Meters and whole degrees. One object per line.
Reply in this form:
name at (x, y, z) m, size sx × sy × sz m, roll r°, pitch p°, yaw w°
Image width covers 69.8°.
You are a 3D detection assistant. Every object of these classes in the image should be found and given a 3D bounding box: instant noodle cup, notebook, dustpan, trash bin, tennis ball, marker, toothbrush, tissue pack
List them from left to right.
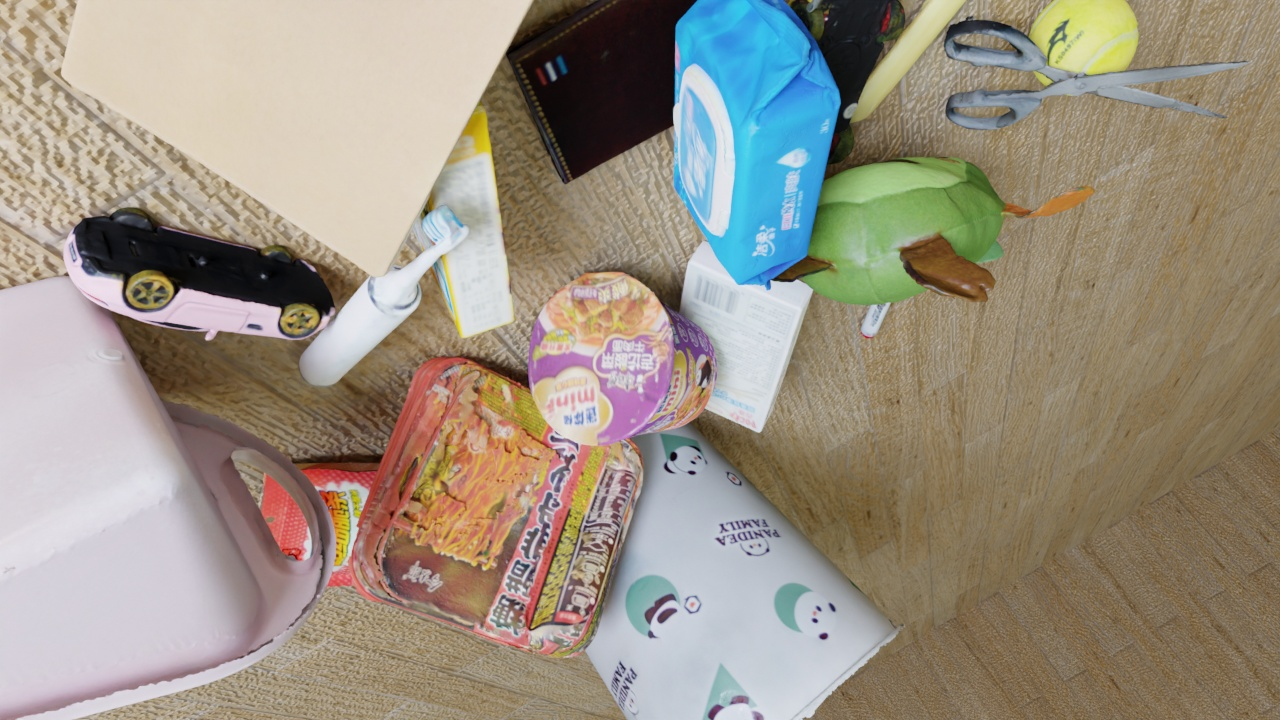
dustpan at (-0.279, 0.079, 0.389) m, size 0.272 × 0.222 × 0.139 m, roll -23°, pitch 137°, yaw -26°
notebook at (-0.113, -0.142, 0.317) m, size 0.148 × 0.008 × 0.208 m, roll 33°, pitch 122°, yaw -9°
toothbrush at (-0.131, -0.025, 0.454) m, size 0.222 × 0.026 × 0.026 m, roll -26°, pitch -159°, yaw 54°
instant noodle cup at (-0.101, 0.102, 0.629) m, size 0.188 × 0.164 × 0.079 m, roll 30°, pitch 158°, yaw -29°
instant noodle cup at (-0.004, 0.004, 0.624) m, size 0.112 × 0.111 × 0.099 m, roll -42°, pitch 155°, yaw 20°
trash bin at (0.046, 0.195, 0.761) m, size 0.229 × 0.252 × 0.230 m, roll -34°, pitch 158°, yaw -16°
tissue pack at (0.052, -0.115, 0.467) m, size 0.052 × 0.095 × 0.157 m, roll -18°, pitch 146°, yaw -13°
marker at (0.214, -0.068, 0.781) m, size 0.017 × 0.017 × 0.145 m, roll -18°, pitch 147°, yaw -19°
tennis ball at (0.285, -0.206, 0.593) m, size 0.065 × 0.065 × 0.066 m, roll -21°, pitch 148°, yaw -14°

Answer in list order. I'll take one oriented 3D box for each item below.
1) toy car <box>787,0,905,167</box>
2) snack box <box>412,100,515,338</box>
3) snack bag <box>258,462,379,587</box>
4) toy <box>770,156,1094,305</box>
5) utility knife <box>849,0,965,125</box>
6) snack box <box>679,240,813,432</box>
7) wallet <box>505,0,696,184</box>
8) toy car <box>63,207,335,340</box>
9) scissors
toy car at (0.100, -0.162, 0.525) m, size 0.071 × 0.041 × 0.156 m, roll -14°, pitch 147°, yaw -24°
snack box at (-0.093, -0.086, 0.430) m, size 0.033 × 0.087 × 0.141 m, roll -21°, pitch 148°, yaw -14°
snack bag at (-0.175, 0.123, 0.681) m, size 0.207 × 0.073 × 0.129 m, roll 5°, pitch 126°, yaw -28°
toy at (0.165, -0.086, 0.591) m, size 0.227 × 0.090 × 0.246 m, roll 1°, pitch -163°, yaw 30°
utility knife at (0.170, -0.198, 0.555) m, size 0.030 × 0.018 × 0.165 m, roll 5°, pitch 133°, yaw -38°
snack box at (0.068, -0.013, 0.678) m, size 0.026 × 0.085 × 0.157 m, roll -57°, pitch 165°, yaw -33°
wallet at (-0.002, -0.153, 0.477) m, size 0.122 × 0.020 × 0.096 m, roll -30°, pitch 149°, yaw -4°
toy car at (-0.207, -0.036, 0.439) m, size 0.122 × 0.056 × 0.037 m, roll 12°, pitch 126°, yaw -48°
scissors at (0.269, -0.175, 0.576) m, size 0.159 × 0.014 × 0.175 m, roll 26°, pitch 159°, yaw -21°
